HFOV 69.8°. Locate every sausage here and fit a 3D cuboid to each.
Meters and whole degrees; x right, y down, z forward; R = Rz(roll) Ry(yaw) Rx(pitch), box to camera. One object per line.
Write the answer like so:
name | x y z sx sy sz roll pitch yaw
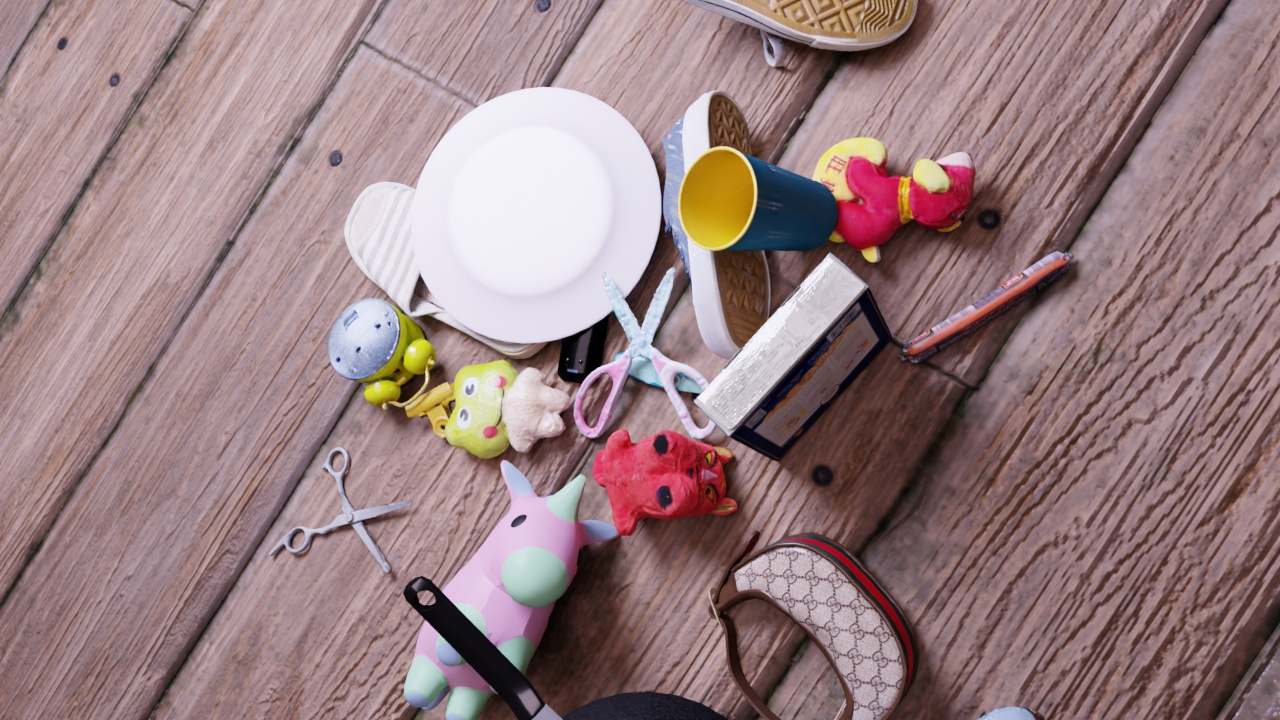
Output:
sausage | 0.273 -0.041 0.727 0.155 0.020 0.020 -34 69 11

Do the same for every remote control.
remote control | -0.048 -0.055 0.841 0.041 0.020 0.152 8 88 22

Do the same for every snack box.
snack box | 0.123 0.005 0.704 0.144 0.145 0.042 -48 66 5

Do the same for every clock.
clock | -0.247 -0.005 0.886 0.083 0.057 0.119 -44 63 4

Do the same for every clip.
clip | -0.194 0.048 0.875 0.054 0.045 0.048 -27 46 11

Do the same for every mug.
mug | 0.099 -0.120 0.729 0.078 0.121 0.078 -1 89 46

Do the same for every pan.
pan | -0.049 0.295 0.675 0.204 0.044 0.355 -42 96 4

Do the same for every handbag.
handbag | 0.125 0.213 0.708 0.138 0.063 0.166 -48 68 15
handbag | 0.212 0.325 0.624 0.192 0.118 0.121 -33 29 21

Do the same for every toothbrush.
toothbrush | 0.034 0.018 0.803 0.135 0.017 0.022 20 97 23

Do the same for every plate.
plate | -0.101 -0.136 0.841 0.243 0.016 0.242 -2 83 13

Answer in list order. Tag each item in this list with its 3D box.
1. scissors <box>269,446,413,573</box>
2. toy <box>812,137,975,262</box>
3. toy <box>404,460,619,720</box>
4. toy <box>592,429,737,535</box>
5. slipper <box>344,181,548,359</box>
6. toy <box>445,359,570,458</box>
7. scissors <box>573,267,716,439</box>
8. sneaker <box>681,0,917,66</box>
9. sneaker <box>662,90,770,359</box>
scissors | -0.295 0.157 0.897 0.175 0.014 0.141 -28 67 14
toy | 0.200 -0.131 0.753 0.137 0.067 0.105 8 88 30
toy | -0.119 0.202 0.773 0.120 0.170 0.223 33 126 -10
toy | 0.015 0.102 0.776 0.133 0.094 0.088 -3 85 48
slipper | -0.192 -0.092 0.894 0.273 0.054 0.114 34 96 22
toy | -0.121 0.046 0.840 0.118 0.043 0.092 5 79 19
scissors | 0.011 0.005 0.797 0.168 0.014 0.171 29 102 19
sneaker | 0.118 -0.326 0.811 0.241 0.088 0.118 15 95 -1
sneaker | 0.053 -0.113 0.794 0.079 0.087 0.235 -15 74 42
